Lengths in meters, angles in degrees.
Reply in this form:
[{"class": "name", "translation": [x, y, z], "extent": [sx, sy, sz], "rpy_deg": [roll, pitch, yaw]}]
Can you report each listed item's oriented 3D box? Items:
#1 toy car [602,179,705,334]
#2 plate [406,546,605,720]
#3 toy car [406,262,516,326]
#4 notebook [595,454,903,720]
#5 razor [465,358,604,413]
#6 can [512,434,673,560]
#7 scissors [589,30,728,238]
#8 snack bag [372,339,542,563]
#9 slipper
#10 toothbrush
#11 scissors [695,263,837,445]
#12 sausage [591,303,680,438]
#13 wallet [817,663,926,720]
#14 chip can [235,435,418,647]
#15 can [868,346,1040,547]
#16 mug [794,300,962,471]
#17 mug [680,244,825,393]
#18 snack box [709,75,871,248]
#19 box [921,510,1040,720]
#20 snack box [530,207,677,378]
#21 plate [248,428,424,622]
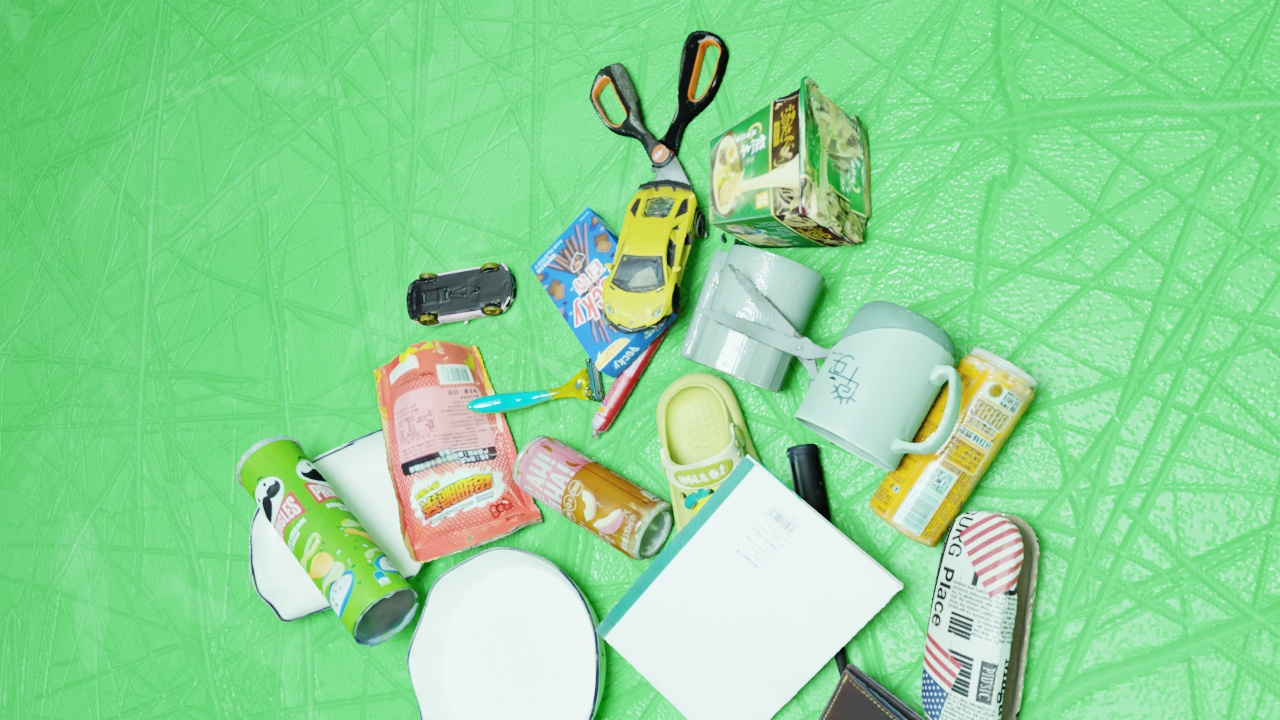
[{"class": "toy car", "translation": [0.010, -0.093, 0.810], "extent": [0.071, 0.041, 0.155], "rpy_deg": [6, 60, 20]}, {"class": "plate", "translation": [-0.118, 0.274, 0.833], "extent": [0.205, 0.045, 0.204], "rpy_deg": [-6, 77, 26]}, {"class": "toy car", "translation": [-0.185, -0.067, 0.952], "extent": [0.122, 0.037, 0.056], "rpy_deg": [-8, 78, 14]}, {"class": "notebook", "translation": [0.077, 0.194, 0.715], "extent": [0.150, 0.012, 0.209], "rpy_deg": [41, 111, 9]}, {"class": "razor", "translation": [-0.101, 0.033, 0.873], "extent": [0.132, 0.028, 0.043], "rpy_deg": [-12, 74, 7]}, {"class": "can", "translation": [-0.043, 0.121, 0.819], "extent": [0.147, 0.058, 0.058], "rpy_deg": [26, 91, 30]}, {"class": "scissors", "translation": [0.023, -0.220, 0.881], "extent": [0.224, 0.021, 0.221], "rpy_deg": [-49, 61, 10]}, {"class": "snack bag", "translation": [-0.185, 0.083, 0.889], "extent": [0.128, 0.073, 0.207], "rpy_deg": [-14, 65, -17]}, {"class": "slipper", "translation": [0.053, 0.095, 0.760], "extent": [0.092, 0.081, 0.190], "rpy_deg": [-24, 65, 20]}, {"class": "toothbrush", "translation": [0.145, 0.172, 0.726], "extent": [0.027, 0.026, 0.212], "rpy_deg": [-28, 65, 52]}, {"class": "scissors", "translation": [0.132, -0.007, 0.726], "extent": [0.172, 0.014, 0.159], "rpy_deg": [-11, 94, -6]}, {"class": "sausage", "translation": [-0.005, 0.005, 0.847], "extent": [0.020, 0.020, 0.156], "rpy_deg": [34, 95, 30]}, {"class": "wallet", "translation": [0.165, 0.298, 0.668], "extent": [0.096, 0.020, 0.122], "rpy_deg": [35, 117, 34]}, {"class": "chip can", "translation": [-0.310, 0.172, 0.903], "extent": [0.236, 0.072, 0.072], "rpy_deg": [41, 99, 29]}, {"class": "can", "translation": [0.232, 0.065, 0.683], "extent": [0.058, 0.058, 0.146], "rpy_deg": [35, 96, 30]}, {"class": "mug", "translation": [0.184, 0.021, 0.671], "extent": [0.112, 0.082, 0.106], "rpy_deg": [28, 85, 50]}, {"class": "mug", "translation": [0.086, -0.038, 0.781], "extent": [0.124, 0.083, 0.103], "rpy_deg": [20, 89, 57]}, {"class": "snack box", "translation": [0.120, -0.153, 0.769], "extent": [0.106, 0.118, 0.117], "rpy_deg": [-7, 75, 37]}, {"class": "box", "translation": [0.231, 0.186, 0.644], "extent": [0.074, 0.079, 0.163], "rpy_deg": [9, 89, 34]}, {"class": "snack box", "translation": [-0.038, -0.067, 0.865], "extent": [0.085, 0.026, 0.157], "rpy_deg": [-44, 54, 13]}, {"class": "plate", "translation": [-0.306, 0.173, 0.962], "extent": [0.266, 0.034, 0.162], "rpy_deg": [-24, 68, 22]}]
